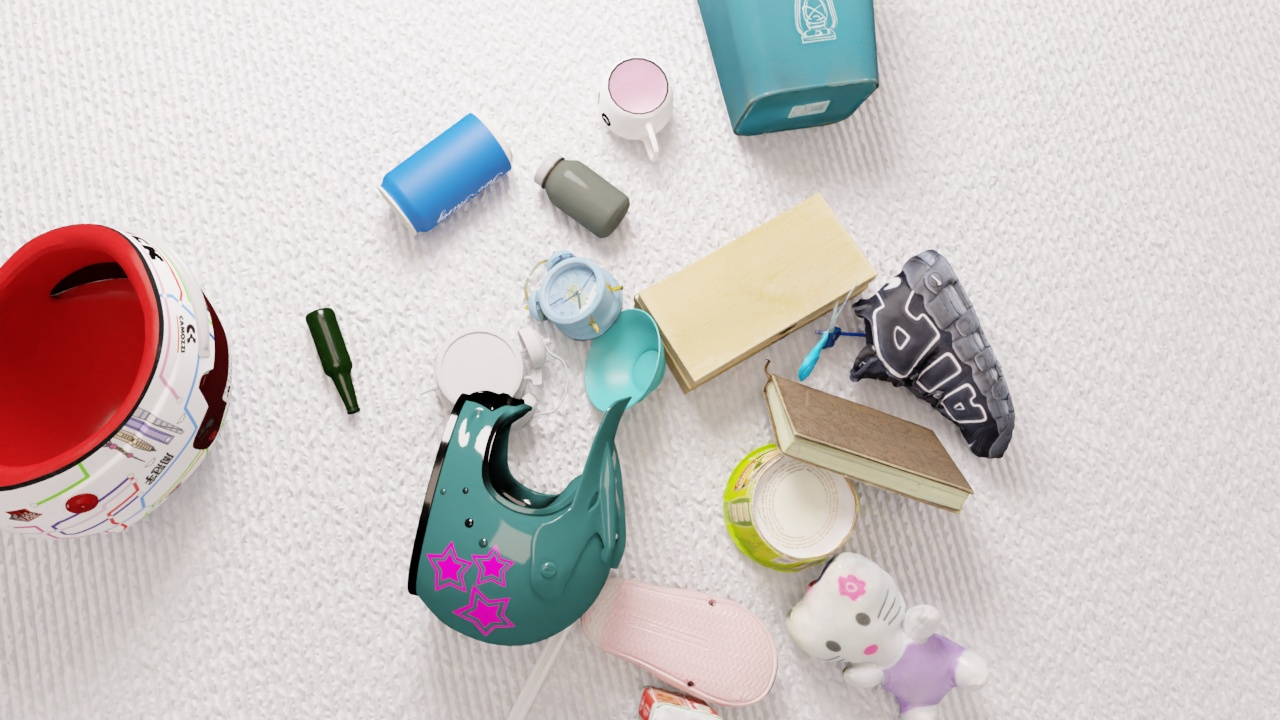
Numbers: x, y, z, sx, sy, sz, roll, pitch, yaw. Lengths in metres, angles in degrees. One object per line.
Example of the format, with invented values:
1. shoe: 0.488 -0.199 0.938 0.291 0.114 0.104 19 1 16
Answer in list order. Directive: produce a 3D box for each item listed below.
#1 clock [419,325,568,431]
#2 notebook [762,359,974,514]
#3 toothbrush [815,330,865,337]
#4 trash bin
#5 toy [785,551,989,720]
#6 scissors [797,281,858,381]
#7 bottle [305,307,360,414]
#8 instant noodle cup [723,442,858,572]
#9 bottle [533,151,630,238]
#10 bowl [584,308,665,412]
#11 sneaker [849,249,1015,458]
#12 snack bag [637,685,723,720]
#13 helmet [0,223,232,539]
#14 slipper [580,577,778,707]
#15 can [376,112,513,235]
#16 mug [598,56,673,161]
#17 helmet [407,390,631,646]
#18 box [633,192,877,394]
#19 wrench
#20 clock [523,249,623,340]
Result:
1. clock: -0.161 0.018 1.035 0.159 0.061 0.119 11 79 -7
2. notebook: 0.239 0.077 1.015 0.215 0.189 0.035 19 114 -10
3. toothbrush: 0.302 -0.026 1.096 0.187 0.016 0.011 2 82 -2
4. trash bin: 0.172 -0.397 1.071 0.196 0.199 0.218 -9 87 -5
5. toy: 0.263 0.297 0.991 0.209 0.085 0.138 38 113 -4
6. scissors: 0.214 -0.034 1.038 0.014 0.127 0.127 30 105 18
7. bottle: -0.343 0.002 1.035 0.033 0.033 0.123 -21 82 -8
8. instant noodle cup: 0.169 0.159 1.009 0.146 0.098 0.146 1 80 -4
9. bottle: -0.069 -0.195 1.076 0.108 0.060 0.060 37 79 3
10. bowl: -0.006 0.006 1.038 0.046 0.121 0.121 21 75 -41
11. sneaker: 0.320 0.014 1.048 0.151 0.097 0.252 -23 92 7
12. snack bag: 0.041 0.371 0.953 0.077 0.116 0.036 16 78 -4
13. helmet: -0.530 0.026 0.912 0.231 0.236 0.314 31 87 5
14. slipper: 0.042 0.298 0.997 0.222 0.056 0.106 17 78 10
15. can: -0.223 -0.216 1.058 0.146 0.079 0.079 -39 85 -10
16. mug: 0.000 -0.293 1.089 0.090 0.076 0.124 -17 81 -7
17. helmet: -0.110 0.155 0.945 0.200 0.176 0.274 13 87 0
18. box: 0.131 -0.079 1.057 0.249 0.092 0.128 -29 86 -10
19. wrench: -0.096 0.312 0.996 0.047 0.009 0.273 18 77 44
20. clock: -0.080 -0.076 1.049 0.124 0.051 0.088 25 84 29
